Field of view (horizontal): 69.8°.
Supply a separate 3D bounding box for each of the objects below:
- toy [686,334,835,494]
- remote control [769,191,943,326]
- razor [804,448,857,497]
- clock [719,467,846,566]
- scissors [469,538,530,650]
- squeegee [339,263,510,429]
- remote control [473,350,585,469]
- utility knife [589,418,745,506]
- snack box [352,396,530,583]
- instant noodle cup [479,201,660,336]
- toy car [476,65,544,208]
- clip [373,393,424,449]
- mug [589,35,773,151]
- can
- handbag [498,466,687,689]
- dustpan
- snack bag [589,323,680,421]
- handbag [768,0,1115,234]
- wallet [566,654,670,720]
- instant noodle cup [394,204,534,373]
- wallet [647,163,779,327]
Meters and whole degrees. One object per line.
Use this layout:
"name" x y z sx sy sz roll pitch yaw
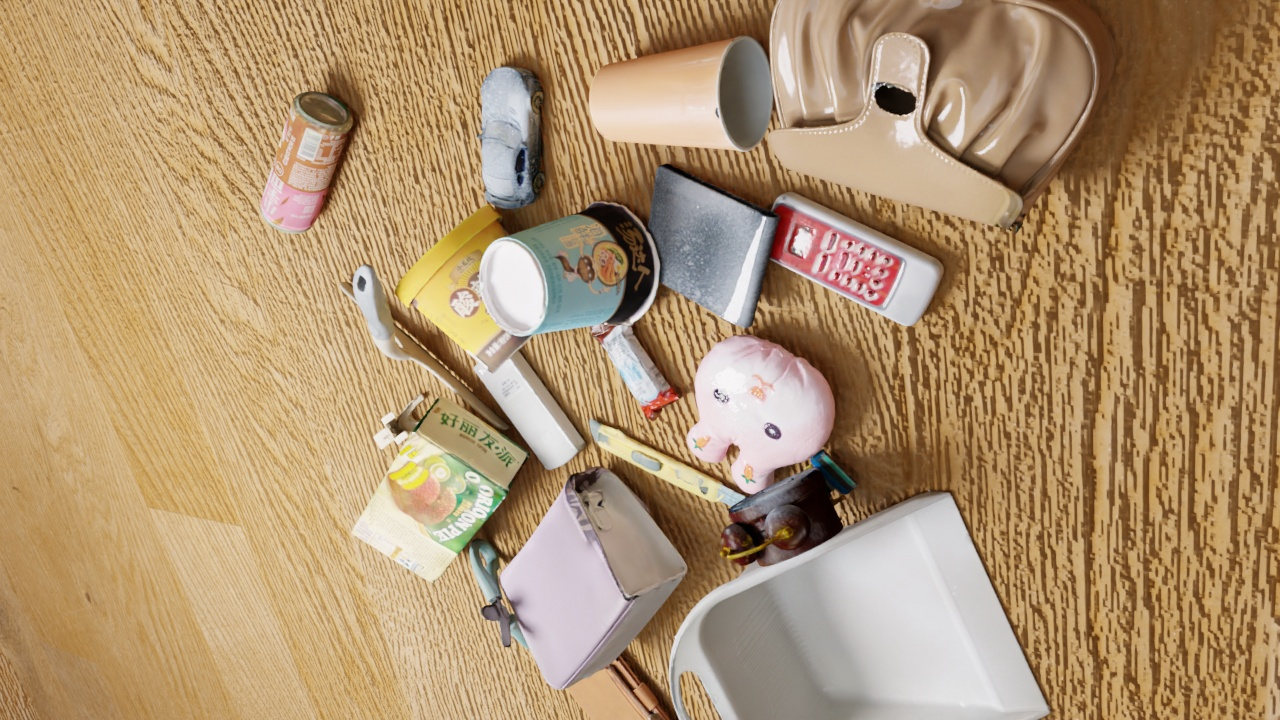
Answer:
"toy" 0.095 0.051 0.772 0.121 0.054 0.160 34 135 15
"remote control" 0.155 -0.076 0.685 0.136 0.020 0.056 30 126 18
"razor" 0.130 0.128 0.803 0.042 0.022 0.143 46 128 6
"clock" 0.110 0.128 0.728 0.082 0.121 0.055 -30 83 38
"scissors" -0.156 0.253 1.001 0.019 0.174 0.176 -33 70 2
"squeegee" -0.236 -0.030 0.864 0.246 0.039 0.247 40 166 9
"remote control" -0.111 0.046 0.924 0.056 0.019 0.135 -36 91 40
"utility knife" 0.024 0.099 0.869 0.175 0.019 0.031 21 129 19
"snack box" -0.221 0.146 0.993 0.114 0.063 0.241 34 134 -6
"instant noodle cup" -0.063 -0.069 0.756 0.111 0.120 0.111 15 113 37
"toy car" -0.114 -0.192 0.795 0.054 0.036 0.121 18 119 26
"clip" -0.276 0.078 1.020 0.104 0.089 0.035 -31 95 29
"mug" 0.027 -0.194 0.679 0.123 0.078 0.078 9 118 36
"can" -0.338 -0.198 0.925 0.058 0.057 0.148 44 129 7
"handbag" -0.054 0.217 0.923 0.145 0.098 0.198 51 133 22
"dustpan" 0.163 0.259 0.774 0.258 0.142 0.223 -19 102 40
"snack bag" -0.005 0.005 0.828 0.045 0.026 0.105 -32 93 39
"handbag" 0.174 -0.167 0.574 0.205 0.099 0.148 22 127 27
"wallet" -0.022 0.390 1.034 0.132 0.031 0.108 50 133 1
"instant noodle cup" -0.141 -0.060 0.833 0.114 0.118 0.119 47 130 -5
"wallet" 0.052 -0.093 0.735 0.121 0.019 0.097 32 127 32
